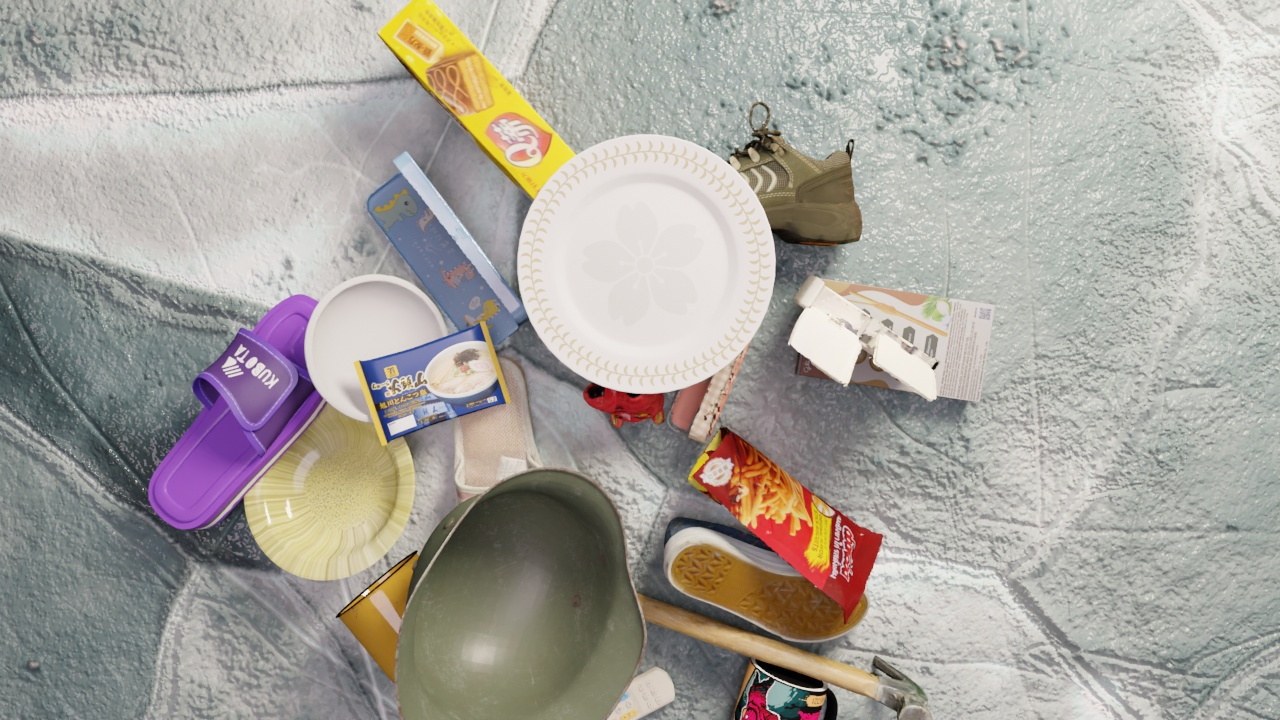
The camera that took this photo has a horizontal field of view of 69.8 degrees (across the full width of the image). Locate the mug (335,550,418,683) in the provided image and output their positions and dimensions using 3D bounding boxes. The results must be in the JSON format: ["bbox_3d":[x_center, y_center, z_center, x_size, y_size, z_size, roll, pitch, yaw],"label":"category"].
[{"bbox_3d":[-0.229,0.255,0.933,0.123,0.100,0.094,-39,93,-3],"label":"mug"}]

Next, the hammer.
[{"bbox_3d":[0.124,0.293,0.935,0.331,0.132,0.033,17,92,11],"label":"hammer"}]

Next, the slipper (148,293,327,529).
[{"bbox_3d":[-0.405,0.050,0.917,0.107,0.084,0.266,36,87,13],"label":"slipper"}]

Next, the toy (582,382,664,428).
[{"bbox_3d":[-0.006,0.006,0.953,0.088,0.094,0.132,6,64,27],"label":"toy"}]

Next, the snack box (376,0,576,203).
[{"bbox_3d":[-0.150,-0.246,0.912,0.061,0.110,0.230,-43,91,0],"label":"snack box"}]

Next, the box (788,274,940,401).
[{"bbox_3d":[0.204,-0.017,0.848,0.144,0.187,0.058,34,107,3],"label":"box"}]

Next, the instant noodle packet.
[{"bbox_3d":[-0.206,0.022,0.917,0.134,0.026,0.087,-19,97,-14],"label":"instant noodle packet"}]

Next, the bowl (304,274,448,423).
[{"bbox_3d":[-0.271,-0.011,0.934,0.149,0.043,0.149,2,87,-36],"label":"bowl"}]

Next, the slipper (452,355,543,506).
[{"bbox_3d":[-0.141,0.125,0.952,0.115,0.052,0.263,-9,91,2],"label":"slipper"}]

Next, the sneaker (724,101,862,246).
[{"bbox_3d":[0.109,-0.193,0.914,0.238,0.101,0.143,4,96,-4],"label":"sneaker"}]

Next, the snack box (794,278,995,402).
[{"bbox_3d":[0.262,-0.021,0.952,0.186,0.031,0.101,9,92,0],"label":"snack box"}]

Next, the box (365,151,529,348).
[{"bbox_3d":[-0.201,-0.107,0.936,0.085,0.073,0.209,-37,91,6],"label":"box"}]

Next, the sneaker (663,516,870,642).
[{"bbox_3d":[0.123,0.221,0.944,0.235,0.079,0.087,21,103,-17],"label":"sneaker"}]

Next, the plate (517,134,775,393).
[{"bbox_3d":[0.005,-0.089,0.869,0.242,0.016,0.242,0,97,0],"label":"plate"}]

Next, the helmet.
[{"bbox_3d":[-0.123,0.218,0.851,0.226,0.154,0.268,20,89,-27],"label":"helmet"}]

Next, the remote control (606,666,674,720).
[{"bbox_3d":[-0.023,0.369,0.974,0.125,0.018,0.038,-28,91,2],"label":"remote control"}]

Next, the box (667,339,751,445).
[{"bbox_3d":[0.082,-0.006,0.945,0.071,0.056,0.187,22,90,32],"label":"box"}]

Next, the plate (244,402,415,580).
[{"bbox_3d":[-0.315,0.132,0.952,0.184,0.036,0.184,-2,80,8],"label":"plate"}]

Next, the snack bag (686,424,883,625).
[{"bbox_3d":[0.145,0.156,0.920,0.208,0.138,0.067,41,122,0],"label":"snack bag"}]

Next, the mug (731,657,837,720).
[{"bbox_3d":[0.153,0.370,0.948,0.118,0.082,0.098,16,92,-27],"label":"mug"}]
